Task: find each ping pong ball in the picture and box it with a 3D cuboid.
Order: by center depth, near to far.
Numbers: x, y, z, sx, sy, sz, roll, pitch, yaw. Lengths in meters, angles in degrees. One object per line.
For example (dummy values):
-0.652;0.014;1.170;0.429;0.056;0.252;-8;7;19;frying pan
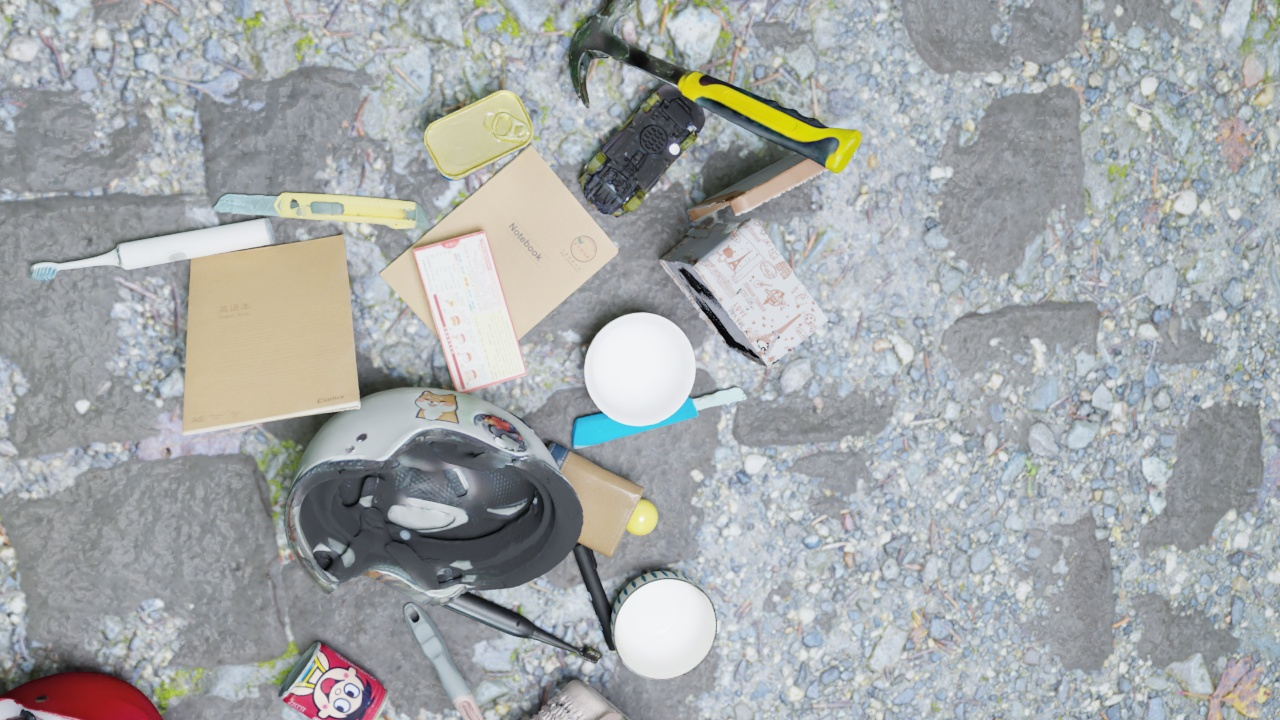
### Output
-0.001;0.173;1.015;0.040;0.040;0.040;-1;97;-12;ping pong ball

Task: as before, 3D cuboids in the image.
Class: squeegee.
-0.179;0.349;0.937;0.247;0.249;0.040;-32;147;-15;squeegee

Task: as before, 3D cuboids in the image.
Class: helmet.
-0.559;0.397;0.876;0.240;0.143;0.207;-22;101;6;helmet
-0.203;0.116;0.900;0.273;0.156;0.231;7;129;-26;helmet

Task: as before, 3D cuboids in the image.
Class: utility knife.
-0.318;-0.152;0.923;0.206;0.021;0.031;2;91;-8;utility knife
0.022;0.060;1.017;0.204;0.018;0.034;-13;111;-11;utility knife

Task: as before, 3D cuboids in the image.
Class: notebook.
-0.346;-0.030;0.858;0.149;0.012;0.211;-10;54;-10;notebook
-0.146;-0.104;0.966;0.207;0.008;0.148;-41;103;-4;notebook

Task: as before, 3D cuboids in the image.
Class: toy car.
0.003;-0.220;0.965;0.070;0.042;0.158;43;88;-14;toy car

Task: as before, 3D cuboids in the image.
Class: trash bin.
-0.073;0.457;0.962;0.227;0.228;0.191;44;74;-14;trash bin

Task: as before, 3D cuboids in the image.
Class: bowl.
-0.006;0.006;0.980;0.118;0.065;0.118;-1;98;-11;bowl
0.021;0.287;1.021;0.116;0.066;0.116;-1;97;-11;bowl

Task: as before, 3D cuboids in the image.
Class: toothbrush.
-0.470;-0.106;0.887;0.221;0.026;0.027;-12;143;-10;toothbrush
-0.137;0.290;1.008;0.212;0.026;0.027;27;129;-14;toothbrush

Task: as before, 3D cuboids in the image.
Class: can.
-0.161;-0.219;0.909;0.102;0.083;0.057;-28;102;-8;can
-0.318;0.346;0.956;0.094;0.066;0.066;40;88;-14;can

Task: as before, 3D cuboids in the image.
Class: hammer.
0.060;-0.257;0.881;0.323;0.032;0.126;33;88;25;hammer

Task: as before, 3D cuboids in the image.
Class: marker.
-0.047;0.263;1.027;0.022;0.020;0.132;-17;100;11;marker

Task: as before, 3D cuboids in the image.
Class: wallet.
-0.064;0.150;0.987;0.115;0.033;0.090;25;95;4;wallet

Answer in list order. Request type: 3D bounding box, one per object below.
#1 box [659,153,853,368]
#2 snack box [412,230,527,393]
0.136;-0.120;0.938;0.193;0.183;0.157;-38;104;-3;box
-0.175;-0.049;0.948;0.077;0.027;0.156;-16;100;-10;snack box
